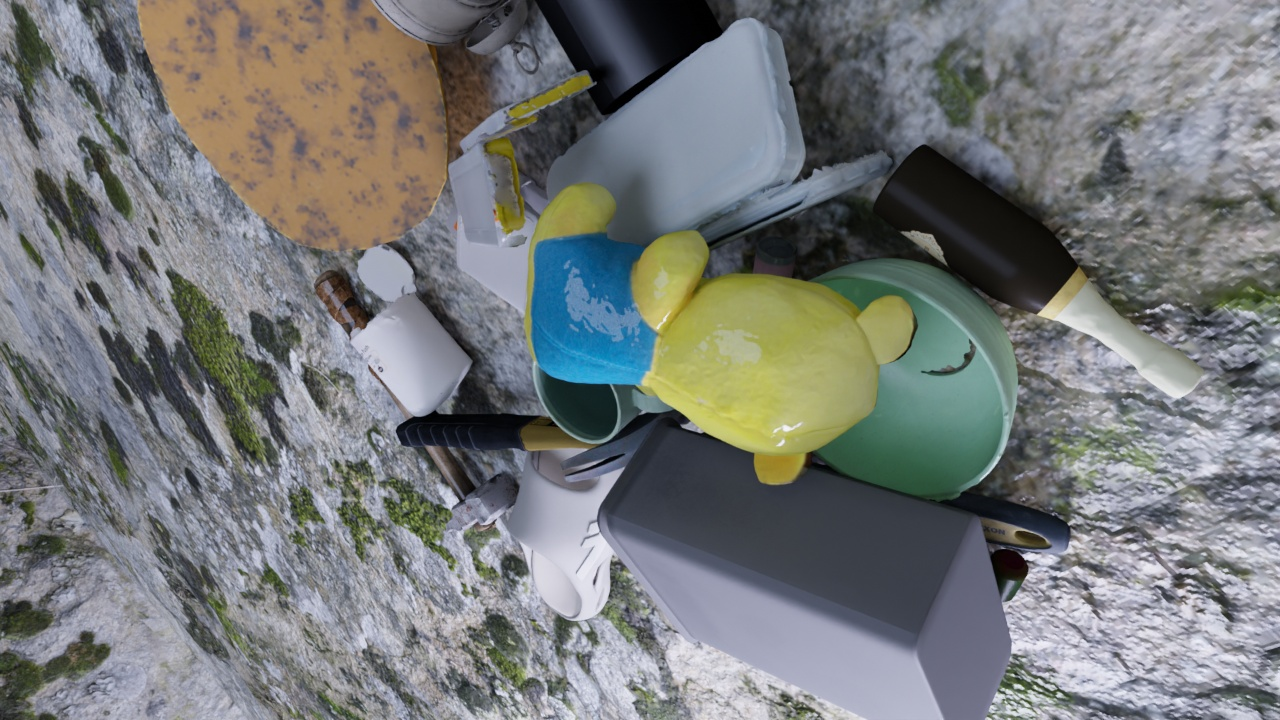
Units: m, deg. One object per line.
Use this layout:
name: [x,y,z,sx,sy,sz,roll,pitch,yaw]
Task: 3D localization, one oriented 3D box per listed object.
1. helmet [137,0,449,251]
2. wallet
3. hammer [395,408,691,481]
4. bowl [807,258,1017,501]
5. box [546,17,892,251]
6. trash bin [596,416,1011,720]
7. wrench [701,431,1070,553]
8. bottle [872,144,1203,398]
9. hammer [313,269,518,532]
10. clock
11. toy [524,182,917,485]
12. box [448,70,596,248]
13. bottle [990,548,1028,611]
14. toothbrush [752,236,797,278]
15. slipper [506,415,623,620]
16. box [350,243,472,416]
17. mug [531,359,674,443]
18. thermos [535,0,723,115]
helmet: [-0.236,-0.227,0.697,0.205,0.131,0.256,-9,123,14]
wallet: [-0.119,-0.108,0.749,0.115,0.037,0.119,35,139,19]
hammer: [-0.107,0.062,0.786,0.334,0.117,0.025,-3,112,44]
bowl: [0.155,0.001,0.541,0.151,0.076,0.151,27,137,28]
box: [0.048,-0.103,0.569,0.216,0.127,0.106,-20,72,50]
trash bin: [0.110,0.148,0.605,0.220,0.097,0.192,14,148,38]
wrench: [0.151,0.090,0.640,0.274,0.022,0.073,9,133,33]
bottle: [0.211,-0.044,0.486,0.184,0.045,0.045,40,138,14]
hammer: [-0.247,0.046,0.969,0.122,0.048,0.319,-28,96,51]
clock: [-0.117,-0.255,0.609,0.061,0.103,0.157,-14,133,39]
toy: [0.029,-0.008,0.514,0.214,0.083,0.149,25,147,11]
box: [-0.089,-0.129,0.591,0.057,0.117,0.210,25,180,-18]
bottle: [0.236,0.170,0.630,0.025,0.025,0.106,30,134,24]
toothbrush: [0.081,0.013,0.658,0.026,0.027,0.223,15,130,12]
slipper: [-0.082,0.172,0.878,0.113,0.080,0.266,33,136,25]
box: [-0.234,-0.031,0.876,0.166,0.092,0.084,50,143,-11]
mug: [-0.004,0.004,0.670,0.111,0.103,0.084,19,129,33]
thermos: [-0.037,-0.253,0.533,0.086,0.085,0.198,-22,102,48]
